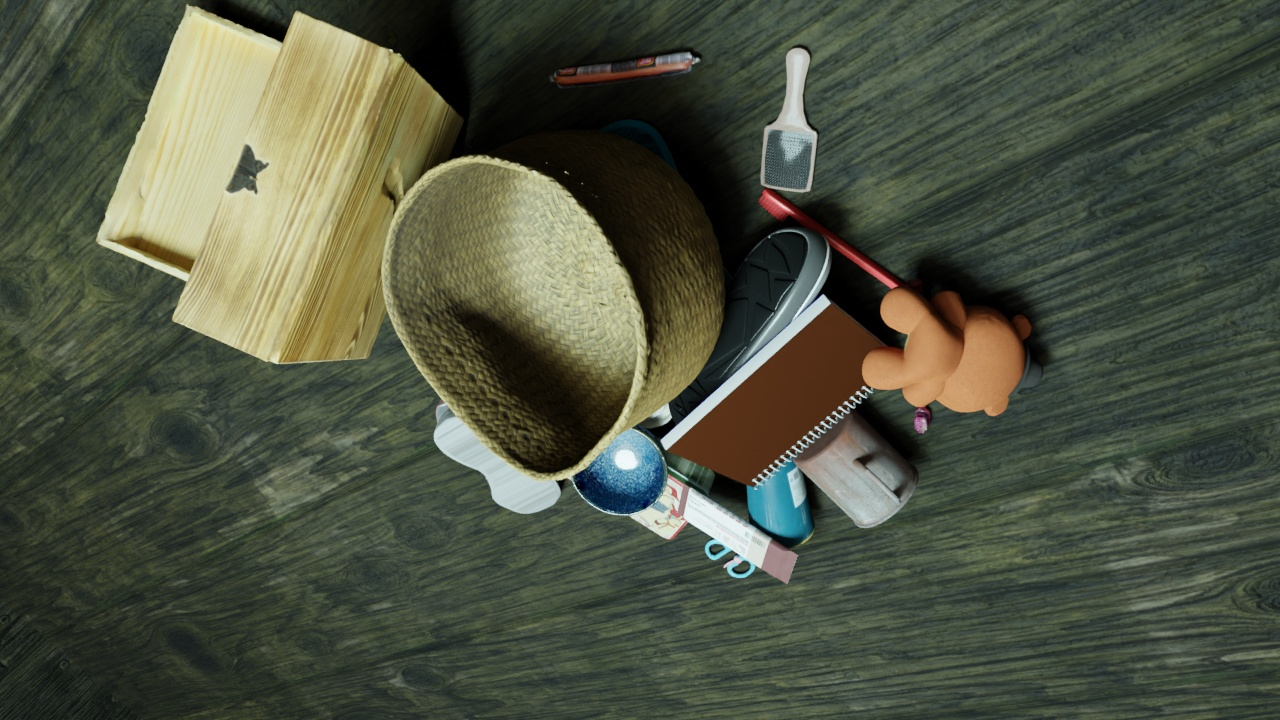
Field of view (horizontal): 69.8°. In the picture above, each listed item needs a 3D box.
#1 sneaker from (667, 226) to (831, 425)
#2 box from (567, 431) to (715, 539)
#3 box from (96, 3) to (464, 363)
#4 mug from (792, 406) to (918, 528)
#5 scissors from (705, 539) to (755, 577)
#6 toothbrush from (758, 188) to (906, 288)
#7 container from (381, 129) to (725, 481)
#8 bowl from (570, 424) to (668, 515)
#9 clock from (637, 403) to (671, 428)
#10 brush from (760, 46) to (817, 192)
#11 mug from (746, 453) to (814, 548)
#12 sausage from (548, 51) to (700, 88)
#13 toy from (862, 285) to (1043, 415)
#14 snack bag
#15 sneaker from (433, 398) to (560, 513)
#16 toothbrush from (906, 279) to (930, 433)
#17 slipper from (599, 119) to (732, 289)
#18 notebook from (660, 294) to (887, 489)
[{"bbox_3d":[0.147,-0.014,0.932,0.160,0.093,0.257,12,128,-31],"label":"sneaker"},{"bbox_3d":[-0.018,0.136,1.152,0.205,0.050,0.118,34,130,-1],"label":"box"},{"bbox_3d":[-0.384,-0.186,0.883,0.336,0.286,0.279,22,92,4],"label":"box"},{"bbox_3d":[0.233,0.115,0.977,0.110,0.123,0.096,38,89,-9],"label":"mug"},{"bbox_3d":[0.133,0.228,1.180,0.076,0.015,0.142,32,125,2],"label":"scissors"},{"bbox_3d":[0.204,-0.100,0.896,0.212,0.012,0.018,35,131,-3],"label":"toothbrush"},{"bbox_3d":[-0.070,-0.068,0.868,0.307,0.196,0.307,19,124,30],"label":"container"},{"bbox_3d":[-0.021,0.117,1.069,0.114,0.060,0.114,3,109,8],"label":"bowl"},{"bbox_3d":[-0.006,0.006,1.042,0.103,0.061,0.157,4,133,23],"label":"clock"},{"bbox_3d":[0.137,-0.216,0.837,0.050,0.015,0.136,11,128,15],"label":"brush"},{"bbox_3d":[0.158,0.148,1.066,0.078,0.078,0.121,1,120,24],"label":"mug"},{"bbox_3d":[-0.017,-0.272,0.864,0.155,0.020,0.020,0,125,24],"label":"sausage"},{"bbox_3d":[0.298,-0.004,0.857,0.176,0.096,0.112,16,97,-6],"label":"toy"},{"bbox_3d":[0.111,0.202,1.078,0.158,0.013,0.057,29,134,24],"label":"snack bag"},{"bbox_3d":[-0.183,0.112,1.198,0.099,0.089,0.236,-24,135,13],"label":"sneaker"},{"bbox_3d":[0.279,0.000,0.923,0.016,0.016,0.190,6,132,27],"label":"toothbrush"},{"bbox_3d":[0.024,-0.103,0.947,0.118,0.060,0.295,-8,121,33],"label":"slipper"},{"bbox_3d":[0.147,0.041,0.916,0.209,0.022,0.171,-43,139,17],"label":"notebook"}]
